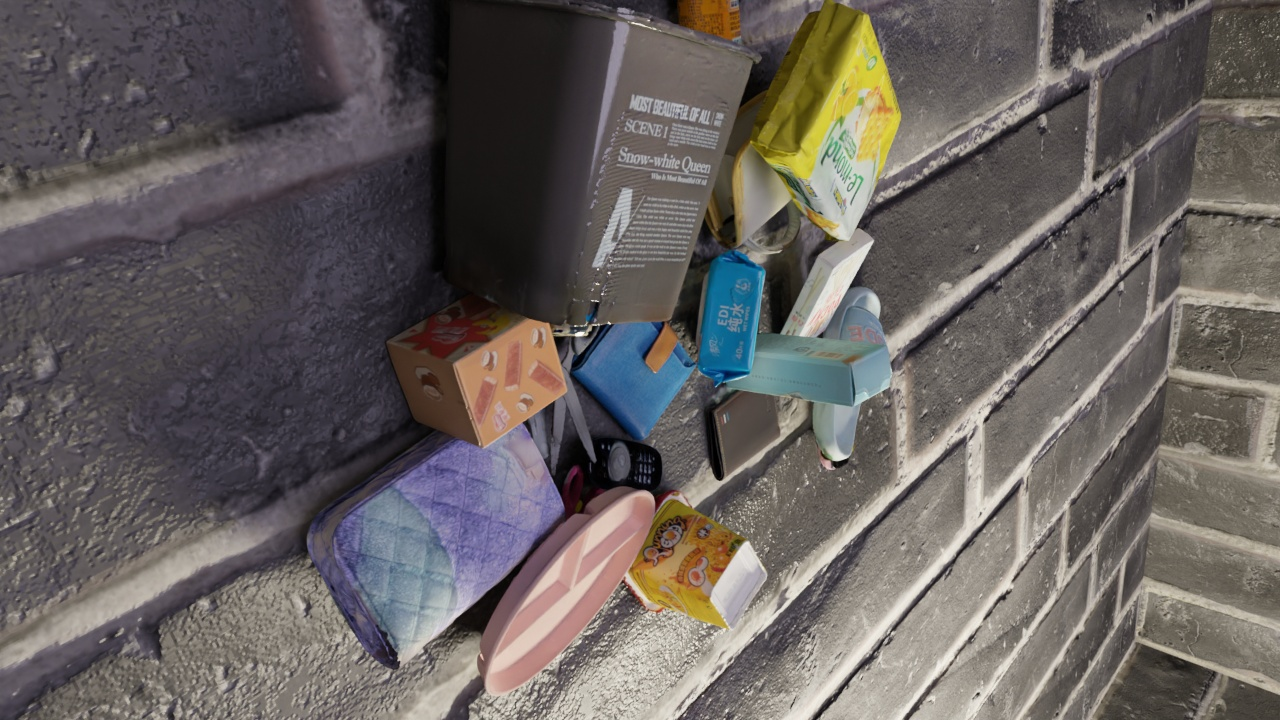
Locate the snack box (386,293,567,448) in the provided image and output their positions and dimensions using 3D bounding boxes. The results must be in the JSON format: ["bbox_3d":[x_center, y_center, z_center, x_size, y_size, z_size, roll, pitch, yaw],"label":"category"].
[{"bbox_3d":[-0.129,0.005,0.730,0.094,0.093,0.077,-35,126,-36],"label":"snack box"}]

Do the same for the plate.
[{"bbox_3d":[-0.068,0.208,0.847,0.229,0.028,0.230,-45,157,-25],"label":"plate"}]

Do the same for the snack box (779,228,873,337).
[{"bbox_3d":[0.213,-0.077,1.078,0.084,0.027,0.157,-34,155,-36],"label":"snack box"}]

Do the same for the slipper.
[{"bbox_3d":[0.274,0.011,1.164,0.104,0.074,0.244,45,53,-45],"label":"slipper"}]

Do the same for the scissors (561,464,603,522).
[{"bbox_3d":[-0.068,0.169,0.898,0.105,0.017,0.136,17,85,-64],"label":"scissors"}]

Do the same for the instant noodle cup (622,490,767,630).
[{"bbox_3d":[0.057,0.219,0.979,0.116,0.124,0.116,-51,134,-24],"label":"instant noodle cup"}]

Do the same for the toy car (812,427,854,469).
[{"bbox_3d":[0.255,0.084,1.224,0.056,0.037,0.122,-9,96,-47],"label":"toy car"}]

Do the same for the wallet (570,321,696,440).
[{"bbox_3d":[-0.005,0.005,0.912,0.106,0.040,0.133,-54,135,-15],"label":"wallet"}]

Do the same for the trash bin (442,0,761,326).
[{"bbox_3d":[-0.045,-0.152,0.710,0.198,0.199,0.220,-5,111,-47],"label":"trash bin"}]

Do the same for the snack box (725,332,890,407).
[{"bbox_3d":[0.180,0.007,1.012,0.074,0.175,0.052,-20,110,-42],"label":"snack box"}]

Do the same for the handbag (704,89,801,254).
[{"bbox_3d":[0.128,-0.185,0.987,0.163,0.063,0.179,-43,138,-32],"label":"handbag"}]

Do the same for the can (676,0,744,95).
[{"bbox_3d":[0.065,-0.322,0.870,0.058,0.058,0.146,-29,122,-39],"label":"can"}]

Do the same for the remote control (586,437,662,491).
[{"bbox_3d":[-0.020,0.106,0.928,0.136,0.024,0.053,19,73,-56],"label":"remote control"}]

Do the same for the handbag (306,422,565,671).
[{"bbox_3d":[-0.159,0.135,0.741,0.193,0.076,0.134,-36,109,-36],"label":"handbag"}]

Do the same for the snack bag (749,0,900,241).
[{"bbox_3d":[0.192,-0.233,0.931,0.158,0.068,0.246,-64,150,-3],"label":"snack bag"}]

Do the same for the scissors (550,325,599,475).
[{"bbox_3d":[-0.072,0.012,0.833,0.173,0.014,0.159,41,77,-31],"label":"scissors"}]

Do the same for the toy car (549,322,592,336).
[{"bbox_3d":[-0.073,-0.038,0.761,0.042,0.090,0.035,0,106,-33],"label":"toy car"}]

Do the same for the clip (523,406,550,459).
[{"bbox_3d":[-0.097,0.062,0.841,0.024,0.029,0.057,-7,100,-48],"label":"clip"}]

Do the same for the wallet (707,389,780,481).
[{"bbox_3d":[0.124,0.075,1.089,0.122,0.020,0.096,-31,123,-41],"label":"wallet"}]

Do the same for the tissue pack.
[{"bbox_3d":[0.093,-0.046,0.964,0.090,0.063,0.140,-44,142,-80],"label":"tissue pack"}]
